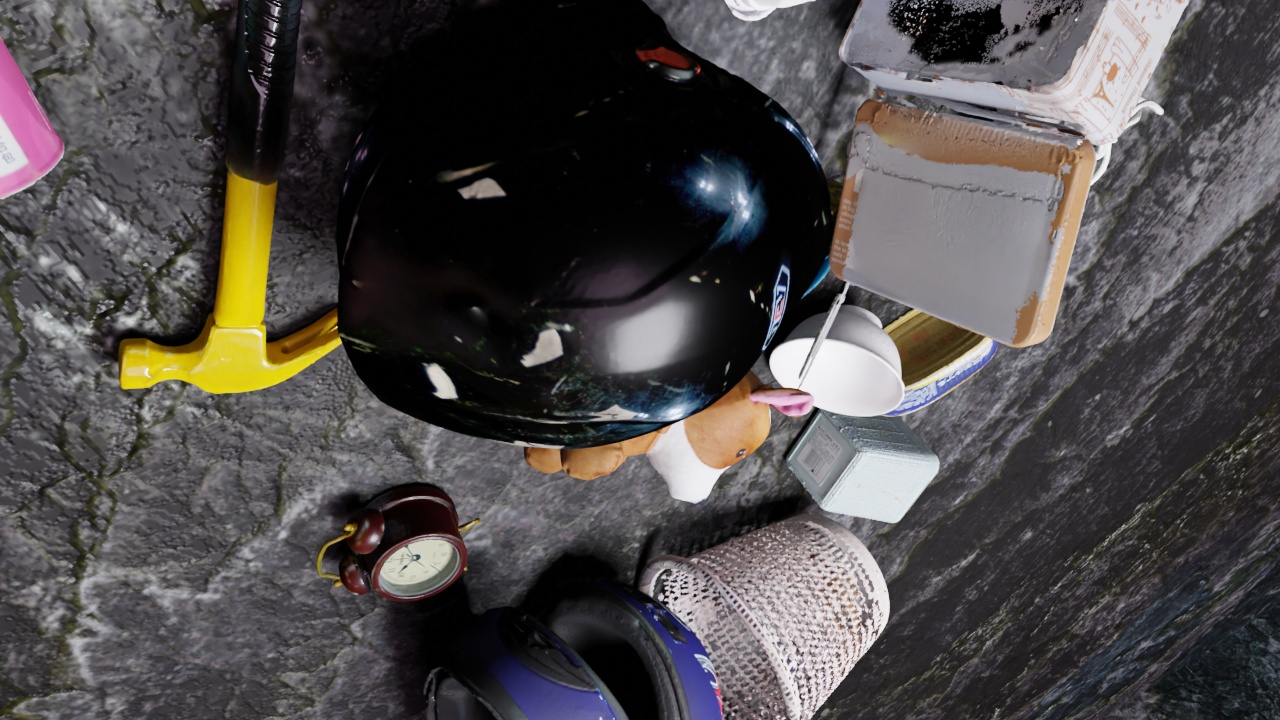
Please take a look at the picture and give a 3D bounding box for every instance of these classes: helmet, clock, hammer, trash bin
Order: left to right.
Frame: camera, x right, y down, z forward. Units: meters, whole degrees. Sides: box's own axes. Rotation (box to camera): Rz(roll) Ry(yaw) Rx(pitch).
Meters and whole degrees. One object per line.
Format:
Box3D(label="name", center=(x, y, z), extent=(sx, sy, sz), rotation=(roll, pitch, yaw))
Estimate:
Box3D(label="hammer", center=(-0.210, -0.105, 0.501), extent=(0.128, 0.033, 0.301), rotation=(-2, 128, -33))
Box3D(label="clock", center=(-0.191, 0.145, 0.717), extent=(0.121, 0.055, 0.082), rotation=(-1, 127, -31))
Box3D(label="helmet", center=(-0.034, -0.061, 0.511), extent=(0.275, 0.229, 0.234), rotation=(11, 130, 7))
Box3D(label="helmet", center=(-0.044, 0.321, 0.835), extent=(0.239, 0.247, 0.316), rotation=(-32, 136, -36))
Box3D(label="trash bin", center=(0.138, 0.262, 0.938), extent=(0.191, 0.227, 0.228), rotation=(-24, 138, -32))

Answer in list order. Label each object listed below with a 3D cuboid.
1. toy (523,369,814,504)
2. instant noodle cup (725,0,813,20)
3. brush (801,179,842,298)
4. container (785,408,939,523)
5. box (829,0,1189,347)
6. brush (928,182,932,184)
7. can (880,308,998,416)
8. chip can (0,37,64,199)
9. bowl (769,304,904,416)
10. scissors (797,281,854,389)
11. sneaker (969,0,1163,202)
Box3D(label="toy", center=(0.020, 0.049, 0.702), extent=(0.199, 0.140, 0.130), rotation=(-8, 92, -26))
Box3D(label="instant noodle cup", center=(0.091, -0.287, 0.518), extent=(0.138, 0.060, 0.173), rotation=(-38, 136, 1))
Box3D(label="brush", center=(0.109, -0.076, 0.715), extent=(0.144, 0.055, 0.073), rotation=(-39, 134, -1))
Box3D(label="container", center=(0.220, 0.102, 0.924), extent=(0.111, 0.090, 0.090), rotation=(13, 118, -36))
Box3D(label="box", center=(0.213, -0.156, 0.585), extent=(0.105, 0.179, 0.261), rotation=(15, 102, -40))
Box3D(label="brush", center=(0.284, -0.137, 0.774), extent=(0.145, 0.063, 0.073), rotation=(-8, 134, -26))
Box3D(label="can", center=(0.273, -0.007, 0.872), extent=(0.148, 0.074, 0.049), rotation=(-33, 140, -4))
Box3D(label="chip can", center=(-0.312, -0.163, 0.355), extent=(0.071, 0.071, 0.211), rotation=(-21, 136, -16))
Box3D(label="bowl", center=(0.179, -0.009, 0.805), extent=(0.118, 0.118, 0.064), rotation=(57, 48, -48))
Box3D(label="scissors", center=(0.163, -0.051, 0.738), extent=(0.156, 0.014, 0.168), rotation=(-22, 130, -67))
Box3D(label="sneaker", center=(0.331, -0.192, 0.694), extent=(0.089, 0.091, 0.242), rotation=(22, 94, -31))
